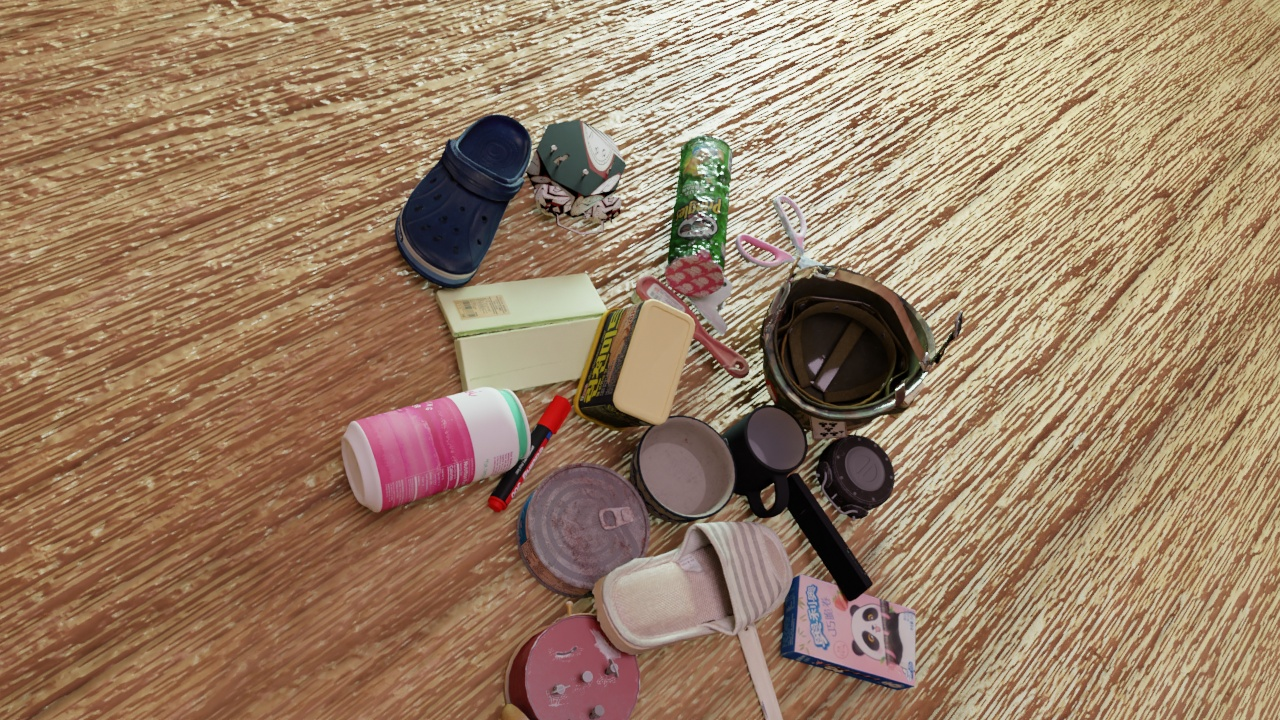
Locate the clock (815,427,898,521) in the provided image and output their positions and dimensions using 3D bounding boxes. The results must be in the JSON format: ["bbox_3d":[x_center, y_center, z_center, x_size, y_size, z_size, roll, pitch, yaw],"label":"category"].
[{"bbox_3d":[0.251,0.138,1.090,0.122,0.044,0.091,-36,83,-33],"label":"clock"}]

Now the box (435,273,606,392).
[{"bbox_3d":[-0.119,-0.034,1.013,0.187,0.048,0.140,-8,67,-28],"label":"box"}]

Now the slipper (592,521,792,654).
[{"bbox_3d":[0.066,0.223,0.924,0.272,0.054,0.114,-8,70,-44],"label":"slipper"}]

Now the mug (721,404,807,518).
[{"bbox_3d":[0.134,0.118,1.021,0.078,0.088,0.113,-1,66,-25],"label":"mug"}]

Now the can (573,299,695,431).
[{"bbox_3d":[-0.006,0.006,0.983,0.072,0.101,0.130,24,75,-23],"label":"can"}]

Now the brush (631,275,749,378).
[{"bbox_3d":[0.059,-0.035,1.098,0.172,0.030,0.040,41,55,0],"label":"brush"}]

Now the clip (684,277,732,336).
[{"bbox_3d":[0.085,-0.076,1.132,0.054,0.041,0.101,-32,71,-25],"label":"clip"}]

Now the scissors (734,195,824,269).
[{"bbox_3d":[0.207,-0.155,1.235,0.170,0.014,0.167,19,59,-14],"label":"scissors"}]

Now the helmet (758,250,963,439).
[{"bbox_3d":[0.232,-0.018,1.040,0.193,0.237,0.223,32,41,11],"label":"helmet"}]

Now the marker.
[{"bbox_3d":[-0.115,0.097,0.961,0.023,0.021,0.144,48,53,-24],"label":"marker"}]

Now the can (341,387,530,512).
[{"bbox_3d":[-0.197,0.083,0.890,0.165,0.088,0.088,-15,72,-29],"label":"can"}]

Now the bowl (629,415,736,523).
[{"bbox_3d":[0.039,0.124,0.993,0.115,0.059,0.115,10,62,-19],"label":"bowl"}]

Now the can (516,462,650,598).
[{"bbox_3d":[-0.058,0.172,0.934,0.130,0.044,0.129,10,62,-19],"label":"can"}]

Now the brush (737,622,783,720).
[{"bbox_3d":[0.138,0.372,0.944,0.033,0.012,0.217,-7,67,-26],"label":"brush"}]

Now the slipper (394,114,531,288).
[{"bbox_3d":[-0.192,-0.198,1.032,0.105,0.095,0.252,28,54,-12],"label":"slipper"}]

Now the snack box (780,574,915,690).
[{"bbox_3d":[0.230,0.299,1.008,0.154,0.033,0.087,20,57,-14],"label":"snack box"}]

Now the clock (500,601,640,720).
[{"bbox_3d":[-0.065,0.309,0.841,0.117,0.081,0.158,29,57,-8],"label":"clock"}]

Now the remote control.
[{"bbox_3d":[0.204,0.195,1.025,0.013,0.035,0.150,-8,54,-38],"label":"remote control"}]

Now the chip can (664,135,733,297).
[{"bbox_3d":[0.076,-0.185,1.141,0.075,0.076,0.222,18,52,-15],"label":"chip can"}]

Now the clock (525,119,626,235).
[{"bbox_3d":[-0.074,-0.222,1.111,0.114,0.065,0.154,5,63,-22],"label":"clock"}]
